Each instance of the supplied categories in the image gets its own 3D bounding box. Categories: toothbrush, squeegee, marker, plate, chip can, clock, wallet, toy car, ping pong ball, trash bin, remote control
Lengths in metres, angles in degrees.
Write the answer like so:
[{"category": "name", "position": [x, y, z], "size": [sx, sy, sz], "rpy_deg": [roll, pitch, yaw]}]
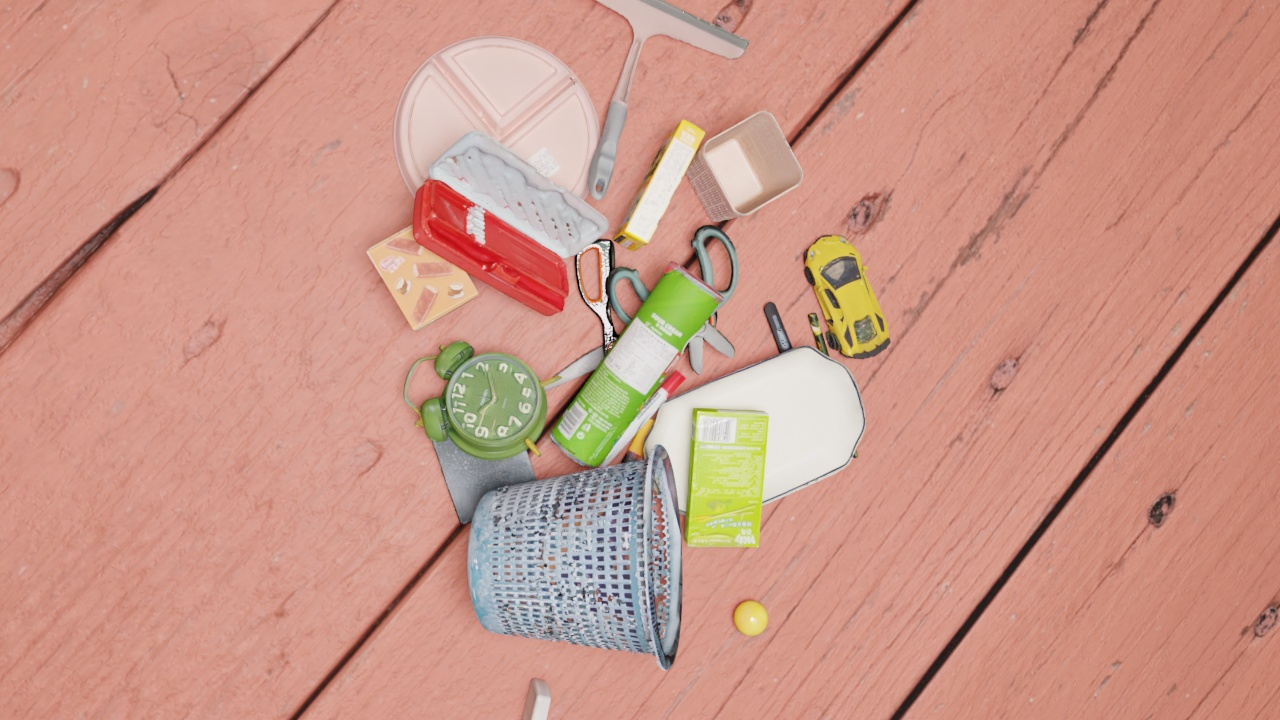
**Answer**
[{"category": "toothbrush", "position": [0.231, 0.032, 1.111], "size": [0.017, 0.012, 0.186], "rpy_deg": [-17, 96, 0]}, {"category": "squeegee", "position": [-0.021, -0.291, 1.027], "size": [0.247, 0.040, 0.249], "rpy_deg": [19, 79, -19]}, {"category": "marker", "position": [0.174, -0.012, 1.095], "size": [0.018, 0.015, 0.124], "rpy_deg": [-23, 97, -9]}, {"category": "plate", "position": [-0.155, -0.245, 1.013], "size": [0.229, 0.028, 0.229], "rpy_deg": [0, 92, -13]}, {"category": "marker", "position": [-0.015, 0.123, 1.061], "size": [0.018, 0.015, 0.124], "rpy_deg": [28, 89, -13]}, {"category": "chip can", "position": [-0.006, 0.006, 1.000], "size": [0.072, 0.072, 0.236], "rpy_deg": [34, 99, -11]}, {"category": "plate", "position": [0.132, 0.085, 1.071], "size": [0.265, 0.034, 0.162], "rpy_deg": [-23, 101, -6]}, {"category": "clock", "position": [-0.174, 0.042, 0.990], "size": [0.161, 0.056, 0.116], "rpy_deg": [15, 72, -4]}, {"category": "wallet", "position": [-0.174, 0.113, 1.026], "size": [0.097, 0.019, 0.121], "rpy_deg": [-19, 97, -12]}, {"category": "toy car", "position": [0.245, -0.076, 1.096], "size": [0.071, 0.041, 0.156], "rpy_deg": [-23, 95, -11]}, {"category": "ping pong ball", "position": [0.130, 0.304, 1.084], "size": [0.040, 0.040, 0.040], "rpy_deg": [0, 92, -12]}, {"category": "trash bin", "position": [-0.066, 0.204, 0.956], "size": [0.195, 0.226, 0.226], "rpy_deg": [-3, 93, 9]}, {"category": "remote control", "position": [-0.126, 0.437, 1.025], "size": [0.021, 0.058, 0.150], "rpy_deg": [13, 90, -13]}, {"category": "marker", "position": [-0.002, 0.069, 1.048], "size": [0.017, 0.017, 0.145], "rpy_deg": [42, 90, -10]}]

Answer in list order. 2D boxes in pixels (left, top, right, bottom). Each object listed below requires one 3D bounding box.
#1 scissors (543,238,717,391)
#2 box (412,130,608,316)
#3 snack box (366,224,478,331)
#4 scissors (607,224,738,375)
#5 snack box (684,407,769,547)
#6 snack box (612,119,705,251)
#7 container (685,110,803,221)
[{"category": "scissors", "position": [-0.018, -0.030, 1.054], "size": [0.221, 0.022, 0.234], "rpy_deg": [-11, 95, -7]}, {"category": "box", "position": [-0.127, -0.136, 0.944], "size": [0.201, 0.101, 0.102], "rpy_deg": [30, 46, -43]}, {"category": "snack box", "position": [-0.228, -0.090, 0.968], "size": [0.077, 0.093, 0.094], "rpy_deg": [-31, 97, -10]}, {"category": "scissors", "position": [0.058, -0.080, 1.040], "size": [0.170, 0.019, 0.181], "rpy_deg": [36, 87, -7]}, {"category": "snack box", "position": [0.097, 0.133, 1.039], "size": [0.085, 0.026, 0.156], "rpy_deg": [2, 97, -9]}, {"category": "snack box", "position": [0.018, -0.192, 1.020], "size": [0.033, 0.087, 0.140], "rpy_deg": [26, 86, -10]}, {"category": "container", "position": [0.109, -0.210, 1.026], "size": [0.090, 0.111, 0.090], "rpy_deg": [-31, 98, -10]}]
